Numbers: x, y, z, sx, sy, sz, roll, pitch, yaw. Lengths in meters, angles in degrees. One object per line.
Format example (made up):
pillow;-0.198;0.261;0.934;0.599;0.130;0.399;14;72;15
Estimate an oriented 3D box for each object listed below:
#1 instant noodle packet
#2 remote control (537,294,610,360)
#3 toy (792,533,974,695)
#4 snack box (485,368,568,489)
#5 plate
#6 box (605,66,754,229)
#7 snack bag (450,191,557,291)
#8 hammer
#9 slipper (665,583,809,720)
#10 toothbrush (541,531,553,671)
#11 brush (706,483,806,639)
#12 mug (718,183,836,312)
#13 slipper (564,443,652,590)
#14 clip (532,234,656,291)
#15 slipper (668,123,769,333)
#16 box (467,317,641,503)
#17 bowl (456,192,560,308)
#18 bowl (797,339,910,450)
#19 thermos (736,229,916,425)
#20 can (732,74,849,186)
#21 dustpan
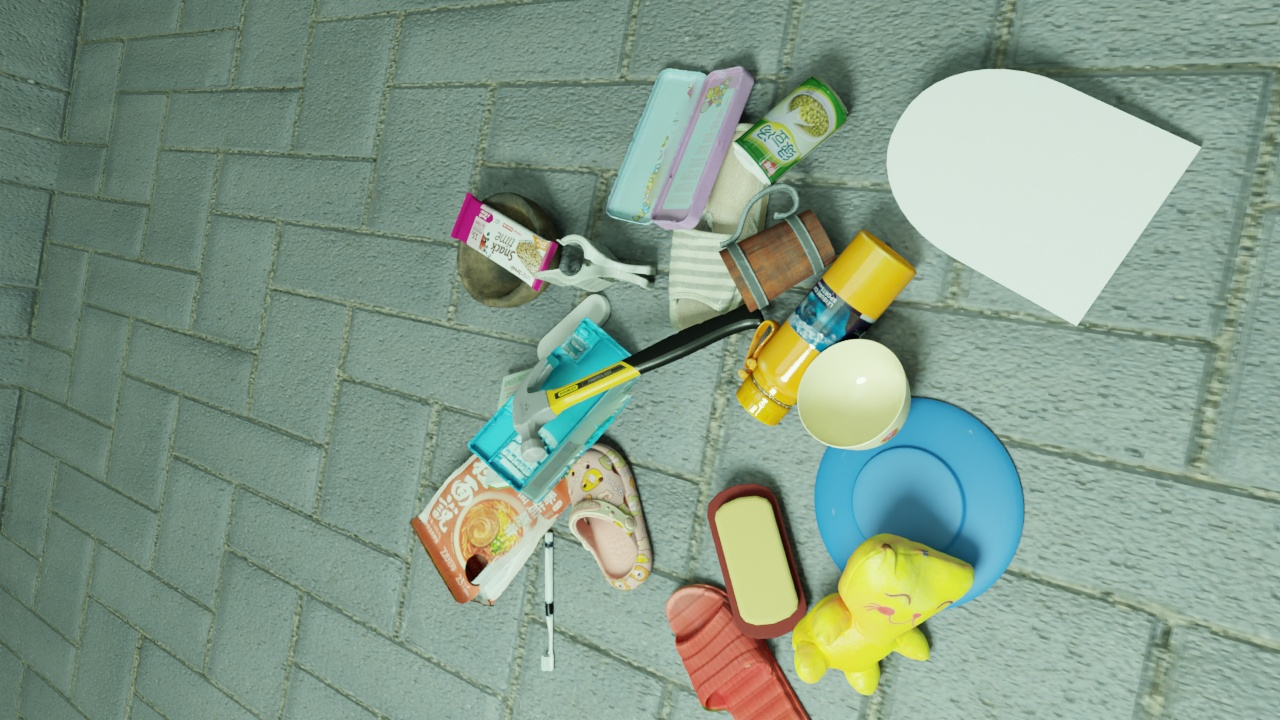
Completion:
instant noodle packet;-0.199;0.212;1.296;0.221;0.084;0.164;-47;56;10
remote control;-0.093;-0.041;1.264;0.137;0.013;0.043;-40;64;26
toy;0.240;0.253;0.936;0.087;0.134;0.194;-99;30;-52
snack box;-0.145;0.086;1.249;0.132;0.027;0.167;-15;56;34
plate;0.283;0.151;0.967;0.225;0.024;0.224;-4;83;36
box;0.048;-0.267;1.143;0.151;0.040;0.214;16;81;39
snack bag;-0.191;-0.165;1.256;0.196;0.016;0.070;33;106;33
hammer;-0.006;0.006;1.093;0.324;0.029;0.127;-24;50;7
slipper;0.108;0.365;1.054;0.104;0.059;0.248;-50;62;22
toothbrush;-0.127;0.328;1.251;0.012;0.017;0.186;-8;81;47
brush;0.131;0.226;1.038;0.082;0.042;0.173;-15;75;3
mug;0.147;-0.131;1.037;0.111;0.081;0.117;-28;86;7
slipper;-0.049;0.198;1.170;0.093;0.081;0.197;-33;69;28
clip;-0.054;-0.130;1.185;0.152;0.126;0.105;-9;90;13
slipper;0.096;-0.157;1.118;0.114;0.054;0.273;19;96;31
box;-0.088;0.070;1.152;0.168;0.086;0.227;33;75;38
bowl;-0.180;-0.152;1.302;0.163;0.070;0.162;-4;83;36
bowl;0.235;0.045;0.967;0.118;0.074;0.117;-17;60;31
thermos;0.196;-0.035;1.020;0.233;0.076;0.091;-53;34;20
can;0.169;-0.259;1.043;0.121;0.067;0.067;-40;63;7
dustpan;0.380;-0.184;0.933;0.258;0.053;0.192;35;106;21
